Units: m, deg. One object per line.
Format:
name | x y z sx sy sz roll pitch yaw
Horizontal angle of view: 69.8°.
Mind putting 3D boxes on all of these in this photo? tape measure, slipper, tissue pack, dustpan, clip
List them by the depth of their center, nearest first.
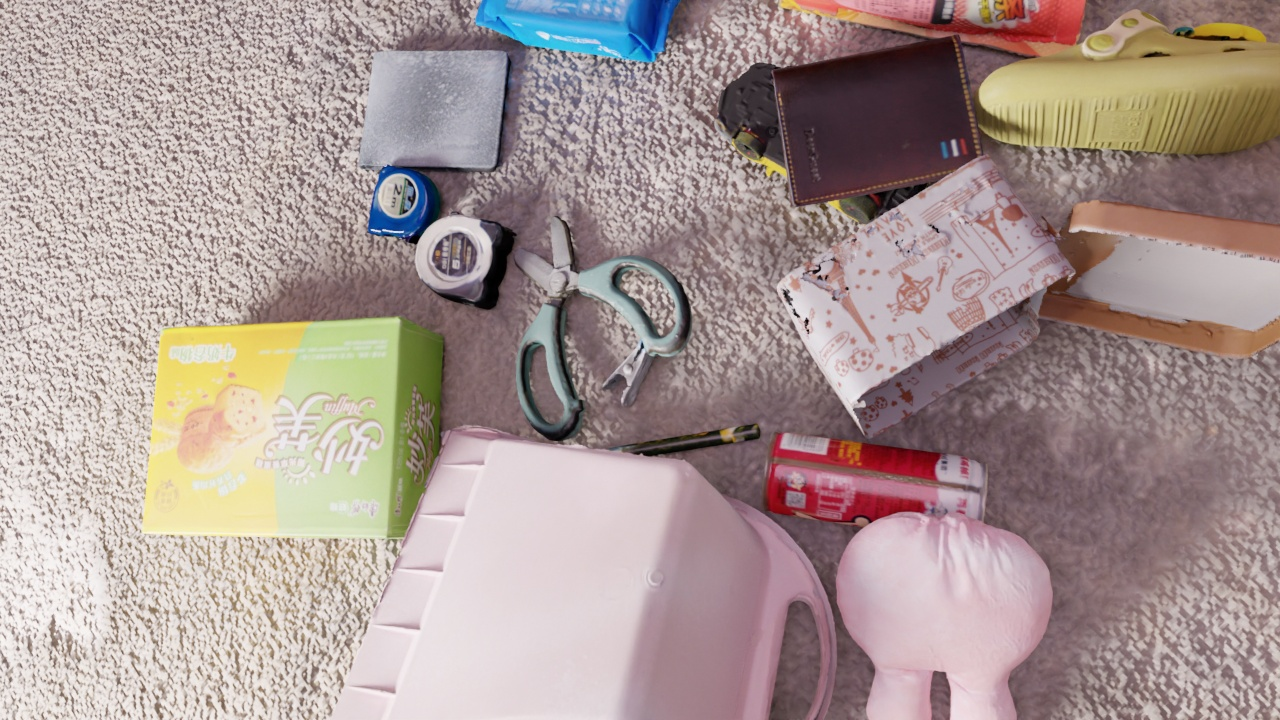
slipper | 0.306 -0.178 0.564 0.191 0.091 0.081 3 80 19
dustpan | -0.027 0.169 0.584 0.274 0.139 0.222 -2 54 33
clip | -0.003 0.005 0.650 0.029 0.024 0.057 39 97 21
tissue pack | -0.043 -0.280 0.692 0.157 0.052 0.095 14 83 17
tape measure | -0.134 -0.077 0.693 0.066 0.033 0.065 16 84 15
tape measure | -0.184 -0.122 0.718 0.054 0.025 0.058 12 93 16

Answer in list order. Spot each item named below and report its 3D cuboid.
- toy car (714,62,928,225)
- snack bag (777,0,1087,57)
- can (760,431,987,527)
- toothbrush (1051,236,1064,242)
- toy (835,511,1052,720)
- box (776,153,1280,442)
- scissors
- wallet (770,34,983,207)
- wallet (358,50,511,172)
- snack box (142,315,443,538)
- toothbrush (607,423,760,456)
toy car | 0.125 -0.149 0.629 0.156 0.041 0.071 32 87 12
snack bag | 0.190 -0.271 0.602 0.208 0.129 0.073 14 49 20
can | 0.147 0.080 0.581 0.133 0.053 0.053 7 83 16
toothbrush | 0.214 -0.139 0.616 0.189 0.029 0.021 53 133 17
toy | 0.178 0.162 0.547 0.121 0.054 0.159 2 109 15
box | 0.221 -0.034 0.516 0.274 0.178 0.124 -9 77 14
scissors | -0.050 -0.018 0.659 0.172 0.019 0.179 32 97 31
wallet | 0.152 -0.155 0.595 0.122 0.020 0.096 -9 79 11
wallet | -0.164 -0.198 0.730 0.121 0.019 0.097 4 84 14
snack box | -0.258 0.053 0.687 0.210 0.070 0.157 -2 80 15
toothbrush | -0.008 0.062 0.648 0.186 0.012 0.017 -10 68 13
